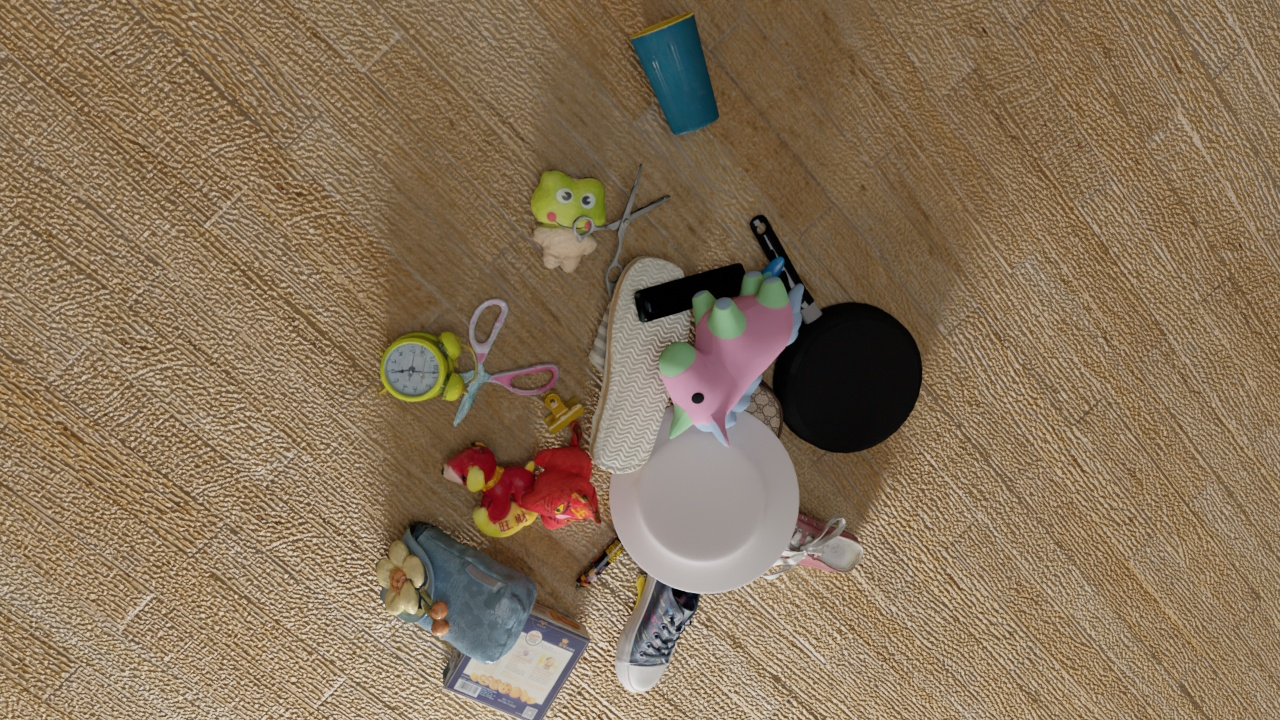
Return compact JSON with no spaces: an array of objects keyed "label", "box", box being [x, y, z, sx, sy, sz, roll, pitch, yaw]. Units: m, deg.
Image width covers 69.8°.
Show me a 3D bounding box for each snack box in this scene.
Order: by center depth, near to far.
[{"label":"snack box","box":[-0.163,0.389,1.208,0.144,0.042,0.145,29,96,-16]}]

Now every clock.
[{"label":"clock","box":[-0.251,0.007,1.082,0.119,0.057,0.083,-4,95,-3]}]

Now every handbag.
[{"label":"handbag","box":[-0.231,0.285,1.113,0.192,0.118,0.122,28,98,13]},{"label":"handbag","box":[0.109,0.084,1.185,0.138,0.063,0.166,13,100,-5]}]

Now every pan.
[{"label":"pan","box":[0.239,-0.034,1.190,0.204,0.044,0.356,-34,109,-2]}]

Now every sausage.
[{"label":"sausage","box":[-0.032,0.247,1.213,0.020,0.020,0.155,42,92,-18]}]

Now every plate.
[{"label":"plate","box":[0.076,0.171,1.154,0.243,0.016,0.242,-1,87,13]}]

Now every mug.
[{"label":"mug","box":[0.045,-0.329,1.062,0.078,0.078,0.121,-25,113,-5]}]

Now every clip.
[{"label":"clip","box":[-0.103,0.059,1.150,0.054,0.045,0.048,-37,83,0]}]

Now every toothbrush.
[{"label":"toothbrush","box":[0.138,-0.076,1.158,0.022,0.017,0.135,40,106,8]},{"label":"toothbrush","box":[-0.004,0.352,1.249,0.021,0.016,0.135,0,106,-15]}]

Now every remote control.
[{"label":"remote control","box":[0.064,-0.083,1.115,0.151,0.020,0.041,-18,106,-22]}]

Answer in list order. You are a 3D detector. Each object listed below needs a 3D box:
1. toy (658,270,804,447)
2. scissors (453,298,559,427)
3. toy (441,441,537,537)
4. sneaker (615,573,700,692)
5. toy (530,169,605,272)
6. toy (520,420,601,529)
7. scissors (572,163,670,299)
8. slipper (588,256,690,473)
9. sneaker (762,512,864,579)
[{"label":"toy","box":[0.116,-0.006,1.110,0.221,0.120,0.171,-23,116,-22]},{"label":"scissors","box":[-0.189,-0.001,1.123,0.170,0.014,0.169,-9,106,-6]},{"label":"toy","box":[-0.175,0.158,1.141,0.105,0.067,0.137,-39,117,-8]},{"label":"sneaker","box":[0.039,0.338,1.211,0.087,0.079,0.235,13,98,-33]},{"label":"toy","box":[-0.088,-0.163,1.087,0.092,0.043,0.118,8,105,-21]},{"label":"toy","box":[-0.077,0.142,1.136,0.088,0.094,0.132,39,56,-43]},{"label":"scissors","box":[-0.024,-0.151,1.103,0.141,0.014,0.175,-13,123,-35]},{"label":"slipper","box":[-0.007,0.007,1.140,0.114,0.054,0.273,8,97,-19]},{"label":"sneaker","box":[0.200,0.237,1.224,0.241,0.088,0.118,21,98,-17]}]
